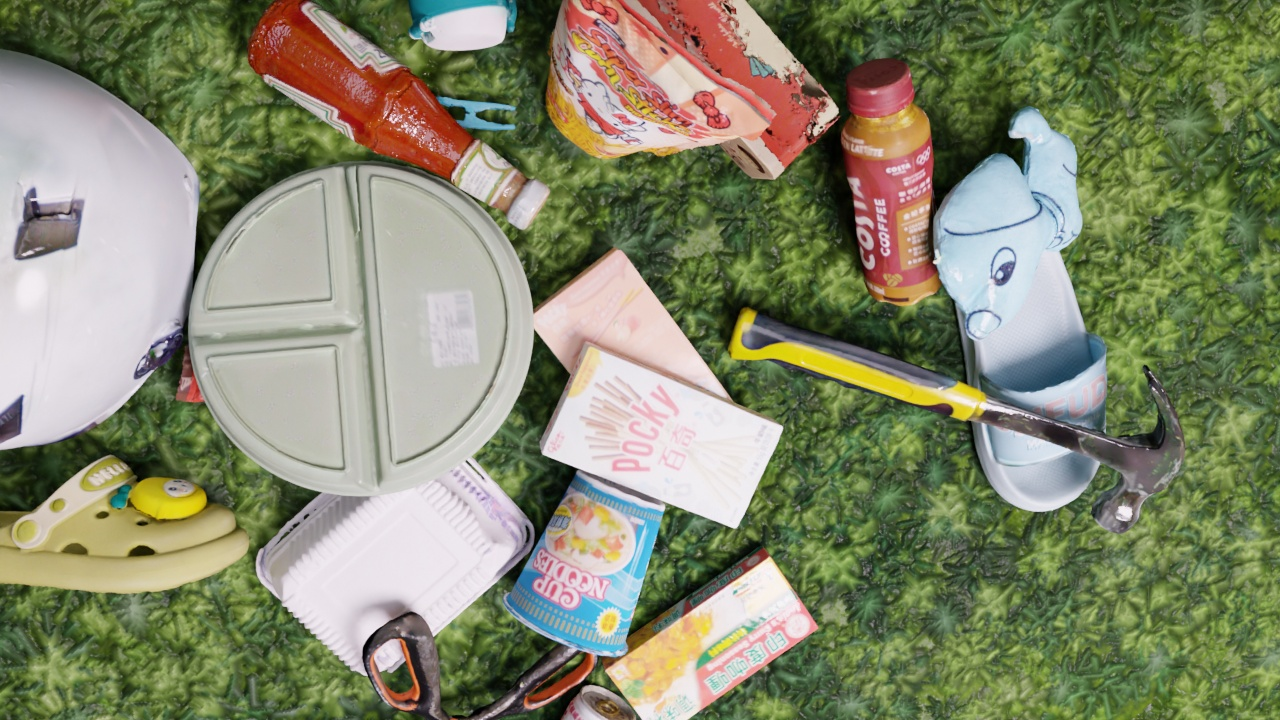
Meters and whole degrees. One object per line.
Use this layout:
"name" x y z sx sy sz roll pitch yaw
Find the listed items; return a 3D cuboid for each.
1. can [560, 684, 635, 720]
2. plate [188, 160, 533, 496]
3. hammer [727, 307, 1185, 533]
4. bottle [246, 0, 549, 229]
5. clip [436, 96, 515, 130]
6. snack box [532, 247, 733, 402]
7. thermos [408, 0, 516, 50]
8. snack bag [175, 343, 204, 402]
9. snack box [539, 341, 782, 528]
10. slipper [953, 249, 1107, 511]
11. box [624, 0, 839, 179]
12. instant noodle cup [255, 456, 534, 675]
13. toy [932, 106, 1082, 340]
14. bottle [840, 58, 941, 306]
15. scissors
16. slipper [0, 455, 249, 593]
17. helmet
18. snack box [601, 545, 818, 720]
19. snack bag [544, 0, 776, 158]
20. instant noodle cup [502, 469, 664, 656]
"can" -0.056 0.322 0.710 0.053 0.053 0.133 28 95 -12
"plate" -0.187 -0.024 0.613 0.230 0.027 0.230 0 86 -5
"hammer" 0.223 0.024 0.660 0.323 0.031 0.126 18 125 6
"bottle" -0.153 -0.157 0.600 0.206 0.060 0.060 34 93 -8
"clip" -0.114 -0.169 0.634 0.057 0.014 0.046 1 98 -8
"snack box" -0.004 0.004 0.675 0.084 0.026 0.157 -37 103 -1
"thermos" -0.132 -0.313 0.580 0.073 0.073 0.224 -13 102 -6
"snack bag" -0.264 0.017 0.639 0.104 0.026 0.048 14 109 -10
"snack box" 0.016 0.055 0.660 0.156 0.027 0.085 22 97 -12
"slipper" 0.303 -0.002 0.697 0.104 0.074 0.245 -19 101 -6
"box" 0.056 -0.208 0.614 0.077 0.091 0.168 -45 103 4
"instant noodle cup" -0.176 0.143 0.658 0.173 0.060 0.138 -41 103 -1
"toy" 0.254 -0.096 0.637 0.156 0.050 0.161 -5 95 -28
"bottle" 0.172 -0.118 0.628 0.057 0.057 0.175 -26 131 -4
"scissors" -0.134 0.261 0.672 0.230 0.022 0.221 -35 127 -10
"slipper" -0.363 0.106 0.609 0.190 0.091 0.081 3 97 -6
"helmet" -0.400 -0.055 0.543 0.229 0.146 0.259 25 96 -12
"snack box" 0.054 0.221 0.723 0.156 0.027 0.077 -35 104 -1
"snack bag" -0.004 -0.170 0.552 0.128 0.208 0.073 42 86 -14
"instant noodle cup" -0.035 0.141 0.667 0.099 0.099 0.110 22 88 -12
